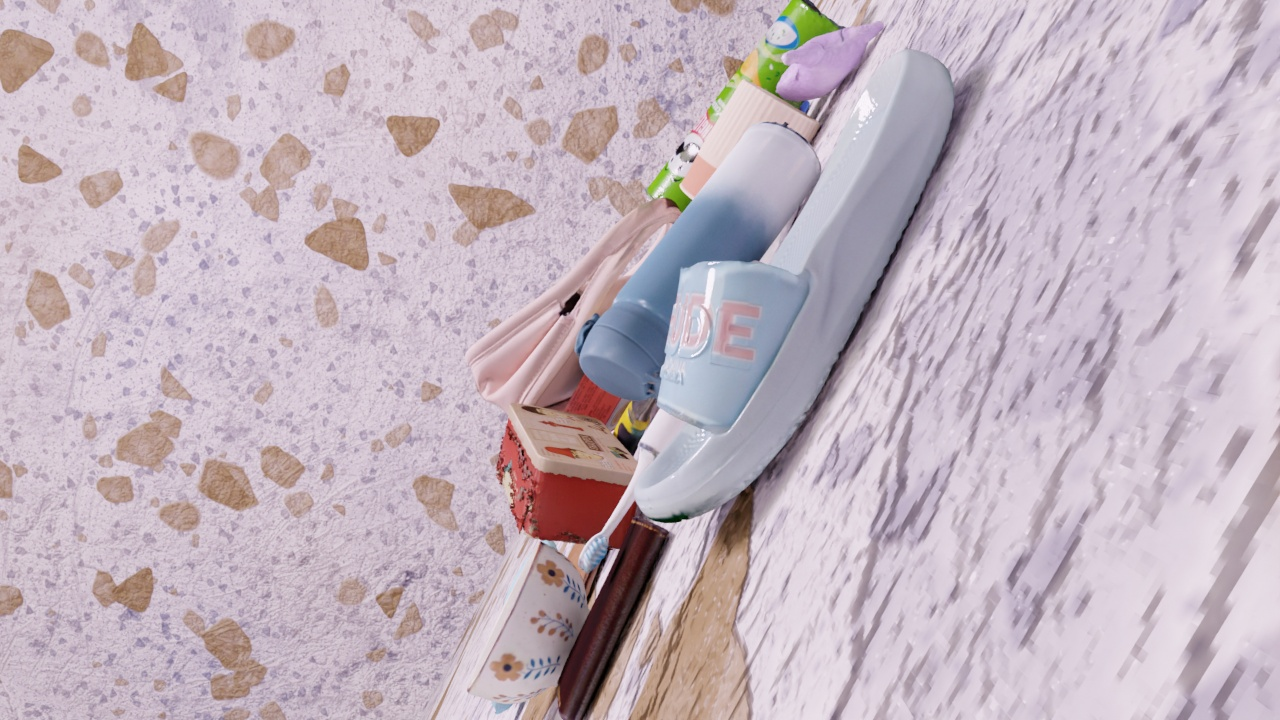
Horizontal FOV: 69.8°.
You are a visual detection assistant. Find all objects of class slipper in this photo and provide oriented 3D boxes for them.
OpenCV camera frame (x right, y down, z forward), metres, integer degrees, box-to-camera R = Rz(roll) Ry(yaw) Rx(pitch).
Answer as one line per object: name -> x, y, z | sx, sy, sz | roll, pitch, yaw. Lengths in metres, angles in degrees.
slipper -> 0.058, -0.035, 0.420 | 0.245, 0.074, 0.104 | -61, 5, 4

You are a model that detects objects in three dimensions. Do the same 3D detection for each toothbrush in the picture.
toothbrush -> 0.024, 0.035, 0.570 | 0.220, 0.026, 0.026 | -58, 10, -10

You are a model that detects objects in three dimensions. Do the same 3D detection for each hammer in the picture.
hammer -> -0.005, 0.053, 0.766 | 0.324, 0.032, 0.126 | 116, 156, -45

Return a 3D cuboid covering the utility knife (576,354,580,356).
utility knife -> 0.016, -0.042, 0.777 | 0.172, 0.019, 0.031 | -21, -33, -28

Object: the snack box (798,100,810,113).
snack box -> 0.121, -0.190, 0.942 | 0.157, 0.026, 0.085 | -65, 5, -18

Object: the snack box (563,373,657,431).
snack box -> -0.005, 0.005, 0.865 | 0.126, 0.044, 0.113 | -29, -27, -58

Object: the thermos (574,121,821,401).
thermos -> 0.040, -0.068, 0.617 | 0.220, 0.070, 0.070 | -52, 0, -22

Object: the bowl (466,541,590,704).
bowl -> -0.070, 0.192, 0.646 | 0.113, 0.062, 0.113 | -62, 3, 5

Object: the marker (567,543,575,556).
marker -> -0.055, 0.167, 0.964 | 0.018, 0.015, 0.124 | 124, 169, -65

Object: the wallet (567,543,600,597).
wallet -> -0.056, 0.191, 0.787 | 0.101, 0.020, 0.116 | -66, 7, -32

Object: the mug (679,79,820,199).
mug -> 0.103, -0.179, 0.812 | 0.114, 0.081, 0.106 | -7, -49, -59

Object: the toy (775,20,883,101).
toy -> 0.146, -0.241, 0.758 | 0.084, 0.039, 0.108 | -18, 0, -5

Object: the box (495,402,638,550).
box -> -0.064, 0.095, 0.724 | 0.168, 0.091, 0.079 | -145, 68, -71

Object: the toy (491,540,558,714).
toy -> -0.104, 0.235, 0.853 | 0.161, 0.050, 0.156 | 27, -102, -84

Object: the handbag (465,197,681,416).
handbag -> -0.038, -0.053, 0.851 | 0.235, 0.093, 0.192 | -50, -12, 27

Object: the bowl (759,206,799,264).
bowl -> 0.071, -0.099, 0.724 | 0.118, 0.065, 0.118 | -63, 3, 6

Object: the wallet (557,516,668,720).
wallet -> -0.021, 0.155, 0.571 | 0.122, 0.020, 0.096 | -64, 1, -10

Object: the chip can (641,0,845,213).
chip can -> 0.100, -0.229, 0.870 | 0.237, 0.072, 0.072 | -49, 9, 24
